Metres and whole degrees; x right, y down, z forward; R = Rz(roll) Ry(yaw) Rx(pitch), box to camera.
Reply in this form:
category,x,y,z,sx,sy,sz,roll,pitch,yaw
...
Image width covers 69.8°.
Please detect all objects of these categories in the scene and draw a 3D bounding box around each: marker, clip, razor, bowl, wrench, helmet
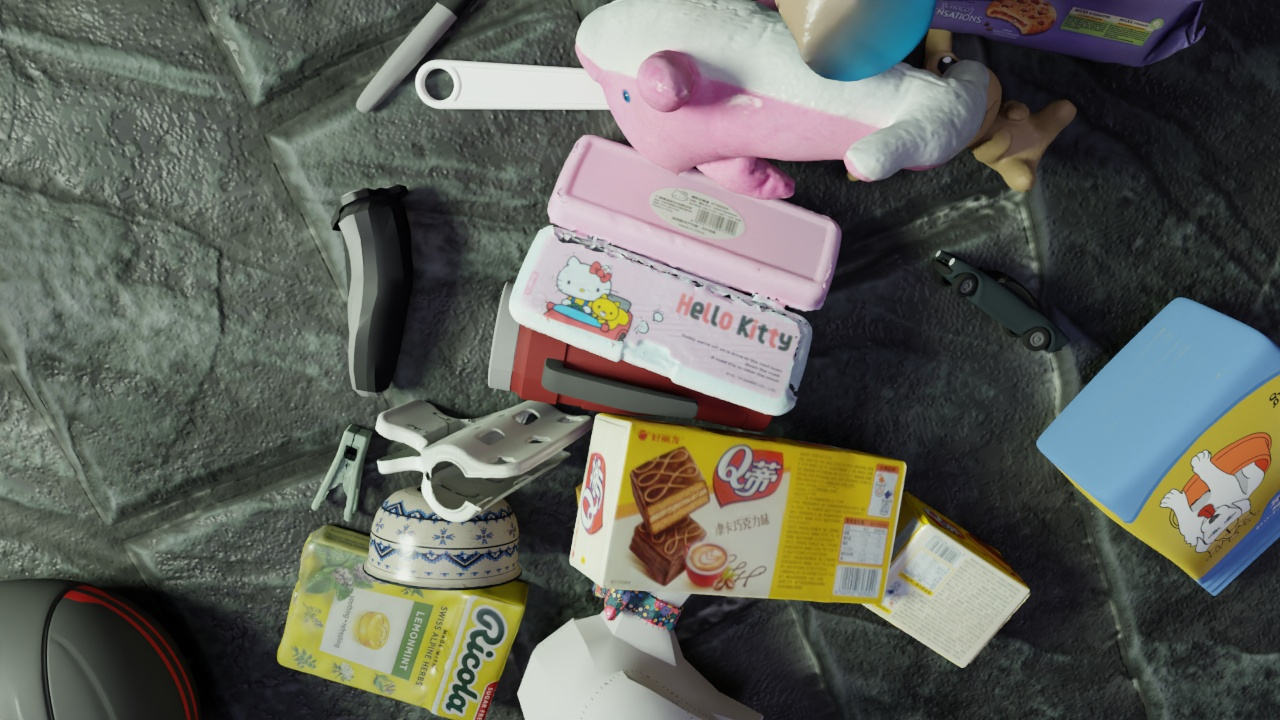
category,x,y,z,sx,sy,sz,roll,pitch,yaw
marker,-0.145,-0.220,0.627,0.139,0.016,0.022,-45,125,12
clip,-0.120,0.074,0.664,0.152,0.125,0.091,-4,98,25
clip,-0.228,0.088,0.712,0.035,0.023,0.074,20,103,-5
razor,-0.191,-0.047,0.660,0.060,0.057,0.156,8,108,30
bowl,-0.144,0.126,0.680,0.115,0.115,0.059,5,91,-2
wrench,-0.019,-0.188,0.637,0.273,0.018,0.066,2,106,0
helmet,-0.430,0.266,0.688,0.170,0.164,0.264,-28,95,-5

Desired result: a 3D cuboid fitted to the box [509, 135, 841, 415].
category,x,y,z,sx,sy,sz,roll,pitch,yaw
box,0.028,-0.063,0.616,0.201,0.045,0.154,19,63,0

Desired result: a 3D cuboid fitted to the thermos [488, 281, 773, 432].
category,x,y,z,sx,sy,sz,roll,pitch,yaw
thermos,-0.004,0.004,0.645,0.198,0.108,0.084,10,117,-6

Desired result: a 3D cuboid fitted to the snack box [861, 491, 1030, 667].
category,x,y,z,sx,sy,sz,roll,pitch,yaw
snack box,0.231,0.171,0.720,0.105,0.061,0.084,33,103,-10

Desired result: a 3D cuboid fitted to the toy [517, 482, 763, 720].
category,x,y,z,sx,sy,sz,roll,pitch,yaw
toy,-0.004,0.237,0.705,0.246,0.141,0.267,39,85,-12

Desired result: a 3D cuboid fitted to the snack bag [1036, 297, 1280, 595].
category,x,y,z,sx,sy,sz,roll,pitch,yaw
snack bag,0.428,0.077,0.682,0.205,0.102,0.159,35,103,-21

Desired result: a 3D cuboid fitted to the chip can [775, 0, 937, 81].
category,x,y,z,sx,sy,sz,roll,pitch,yaw
chip can,0.087,-0.257,0.512,0.079,0.229,0.080,-10,146,-7

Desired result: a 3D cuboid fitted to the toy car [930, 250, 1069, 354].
category,x,y,z,sx,sy,sz,roll,pitch,yaw
toy car,0.261,-0.044,0.666,0.112,0.046,0.034,33,104,-11

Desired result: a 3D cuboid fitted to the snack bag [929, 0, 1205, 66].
category,x,y,z,sx,sy,sz,roll,pitch,yaw
snack bag,0.241,-0.243,0.583,0.205,0.096,0.059,10,140,-3

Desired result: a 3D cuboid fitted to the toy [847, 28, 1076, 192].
category,x,y,z,sx,sy,sz,roll,pitch,yaw
toy,0.219,-0.160,0.610,0.108,0.105,0.134,28,100,3

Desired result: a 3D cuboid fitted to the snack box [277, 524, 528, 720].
category,x,y,z,sx,sy,sz,roll,pitch,yaw
snack box,-0.193,0.212,0.736,0.181,0.045,0.121,20,105,-6

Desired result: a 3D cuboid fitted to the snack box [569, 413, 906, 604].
category,x,y,z,sx,sy,sz,roll,pitch,yaw
snack box,0.073,0.106,0.648,0.230,0.062,0.110,10,89,-25

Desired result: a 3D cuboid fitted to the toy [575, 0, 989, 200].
category,x,y,z,sx,sy,sz,roll,pitch,yaw
toy,0.073,-0.151,0.566,0.266,0.186,0.128,22,135,28
